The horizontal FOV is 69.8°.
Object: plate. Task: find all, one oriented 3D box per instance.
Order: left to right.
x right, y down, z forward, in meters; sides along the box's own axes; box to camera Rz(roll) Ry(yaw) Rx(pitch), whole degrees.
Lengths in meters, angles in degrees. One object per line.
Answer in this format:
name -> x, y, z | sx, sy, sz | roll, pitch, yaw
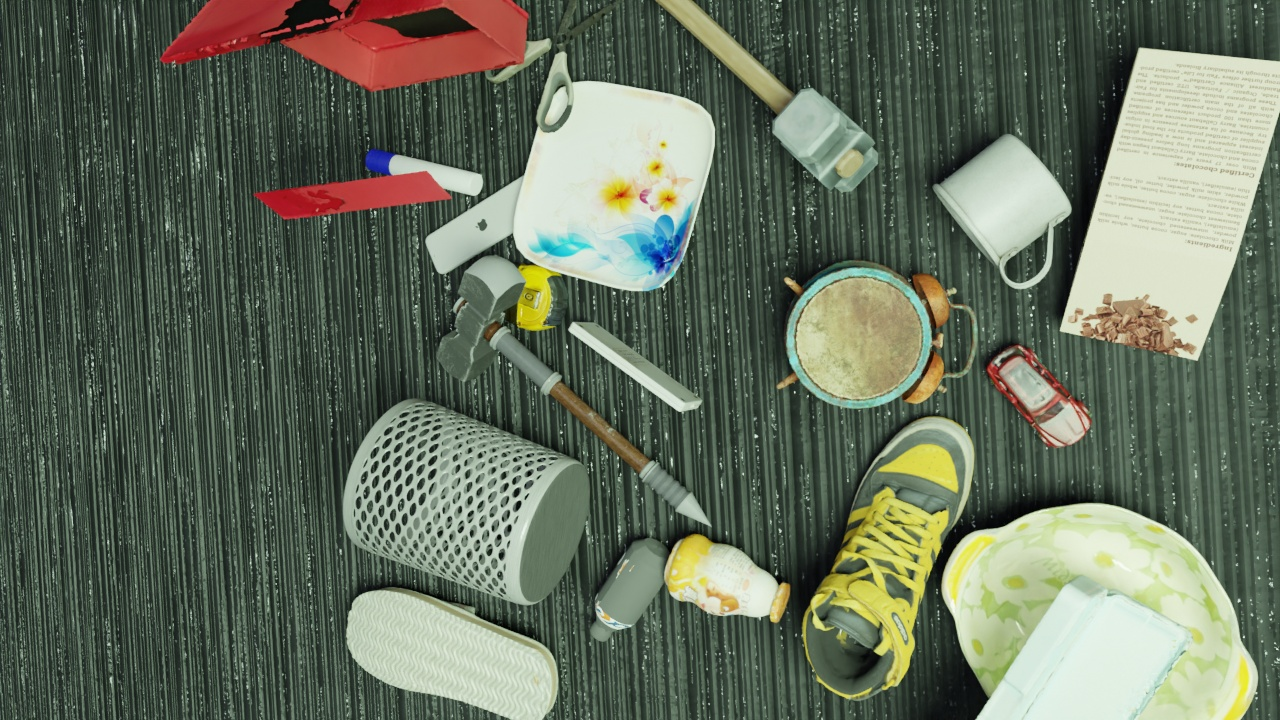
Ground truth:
plate -> -0.026, -0.167, 0.878 | 0.187, 0.016, 0.187 | 17, 93, 22

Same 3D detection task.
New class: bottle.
bottle -> -0.012, 0.221, 0.874 | 0.047, 0.047, 0.112 | 37, 105, 18
bottle -> 0.078, 0.199, 0.825 | 0.109, 0.063, 0.063 | 15, 97, 23

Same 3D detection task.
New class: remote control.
remote control -> -0.160, -0.140, 0.947 | 0.147, 0.008, 0.045 | -27, 81, 21
remote control -> -0.005, 0.005, 0.862 | 0.136, 0.050, 0.011 | 36, 104, 19

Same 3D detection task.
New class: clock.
clock -> 0.197, -0.021, 0.763 | 0.158, 0.073, 0.121 | 4, 98, 8

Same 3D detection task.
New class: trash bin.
trash bin -> -0.159, 0.137, 0.880 | 0.183, 0.156, 0.156 | 16, 98, 20

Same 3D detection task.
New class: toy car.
toy car -> 0.318, 0.028, 0.732 | 0.042, 0.036, 0.091 | -42, 81, 18

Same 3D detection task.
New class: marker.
marker -> -0.228, -0.198, 0.967 | 0.133, 0.027, 0.023 | 17, 98, 20

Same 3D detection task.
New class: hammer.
hammer -> -0.057, 0.047, 0.874 | 0.322, 0.042, 0.156 | 41, 135, 11
hammer -> 0.076, -0.271, 0.800 | 0.051, 0.117, 0.323 | -47, 66, 17

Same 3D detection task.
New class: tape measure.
tape measure -> -0.105, -0.063, 0.910 | 0.064, 0.037, 0.065 | 16, 98, 23

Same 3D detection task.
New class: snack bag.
snack bag -> 0.387, -0.111, 0.676 | 0.094, 0.069, 0.206 | 15, 98, 22

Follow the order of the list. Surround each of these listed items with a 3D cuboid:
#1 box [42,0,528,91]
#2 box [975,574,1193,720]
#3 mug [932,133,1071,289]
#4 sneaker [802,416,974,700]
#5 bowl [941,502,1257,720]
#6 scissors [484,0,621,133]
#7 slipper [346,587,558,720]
box -> -0.282, -0.312, 0.794 | 0.212, 0.377, 0.124 | 0, 103, 26
box -> 0.298, 0.255, 0.663 | 0.122, 0.078, 0.198 | 26, 104, 1
mug -> 0.287, -0.113, 0.709 | 0.071, 0.084, 0.113 | -39, 61, 17
sneaker -> 0.198, 0.161, 0.740 | 0.086, 0.122, 0.239 | 20, 100, 20
bowl -> 0.346, 0.200, 0.710 | 0.219, 0.060, 0.188 | 26, 101, 20
scissors -> -0.089, -0.301, 0.901 | 0.158, 0.012, 0.170 | 3, 81, 30
slipper -> -0.194, 0.304, 0.954 | 0.263, 0.052, 0.115 | 8, 97, 27
